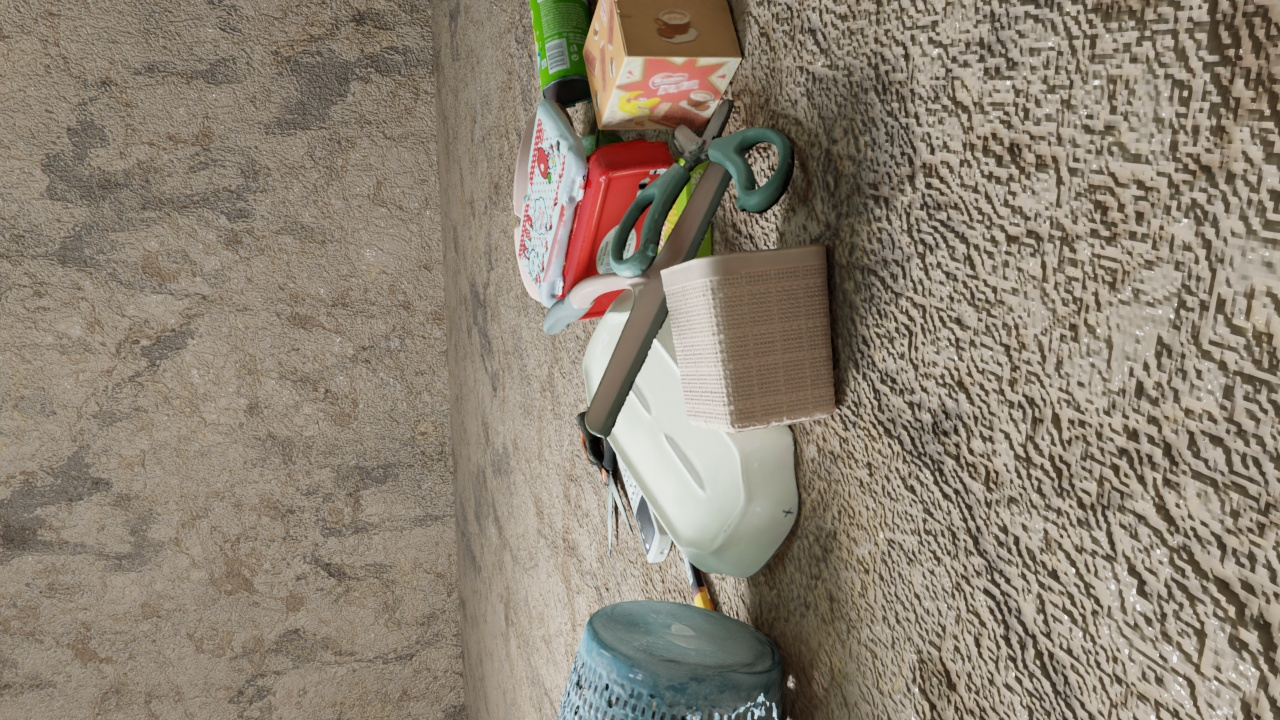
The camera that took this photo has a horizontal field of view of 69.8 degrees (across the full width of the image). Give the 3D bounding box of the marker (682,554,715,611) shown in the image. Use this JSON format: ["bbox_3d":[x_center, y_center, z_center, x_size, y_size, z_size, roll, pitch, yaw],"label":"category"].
[{"bbox_3d":[0.052,0.202,0.843,0.018,0.015,0.123,105,157,-43],"label":"marker"}]

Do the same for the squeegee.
[{"bbox_3d":[-0.039,-0.049,0.748,0.250,0.040,0.247,-14,48,63],"label":"squeegee"}]

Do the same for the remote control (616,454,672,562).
[{"bbox_3d":[0.002,0.139,0.971,0.058,0.021,0.149,104,156,-45],"label":"remote control"}]

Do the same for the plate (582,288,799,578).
[{"bbox_3d":[0.024,0.050,0.731,0.265,0.034,0.162,56,132,33],"label":"plate"}]

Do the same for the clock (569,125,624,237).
[{"bbox_3d":[-0.042,-0.160,0.915,0.161,0.056,0.116,89,-178,-51],"label":"clock"}]

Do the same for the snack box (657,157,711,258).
[{"bbox_3d":[0.023,-0.138,0.825,0.156,0.026,0.086,-151,58,-69],"label":"snack box"}]

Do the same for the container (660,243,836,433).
[{"bbox_3d":[0.072,-0.013,0.606,0.090,0.090,0.111,178,84,-72],"label":"container"}]

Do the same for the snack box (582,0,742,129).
[{"bbox_3d":[0.014,-0.238,0.717,0.095,0.092,0.077,126,136,-64],"label":"snack box"}]

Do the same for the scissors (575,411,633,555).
[{"bbox_3d":[-0.045,0.120,1.112,0.221,0.021,0.234,-138,47,-66],"label":"scissors"}]

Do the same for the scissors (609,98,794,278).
[{"bbox_3d":[0.051,-0.129,0.653,0.181,0.019,0.170,3,58,50],"label":"scissors"}]

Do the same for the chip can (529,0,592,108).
[{"bbox_3d":[-0.094,-0.410,1.050,0.072,0.072,0.236,138,125,-68],"label":"chip can"}]

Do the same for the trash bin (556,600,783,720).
[{"bbox_3d":[0.019,0.297,0.691,0.227,0.226,0.195,-158,78,-71],"label":"trash bin"}]

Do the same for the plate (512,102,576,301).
[{"bbox_3d":[-0.104,-0.175,1.044,0.229,0.028,0.229,5,-91,-80],"label":"plate"}]

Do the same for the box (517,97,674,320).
[{"bbox_3d":[-0.049,-0.134,0.822,0.100,0.102,0.202,63,153,29],"label":"box"}]
